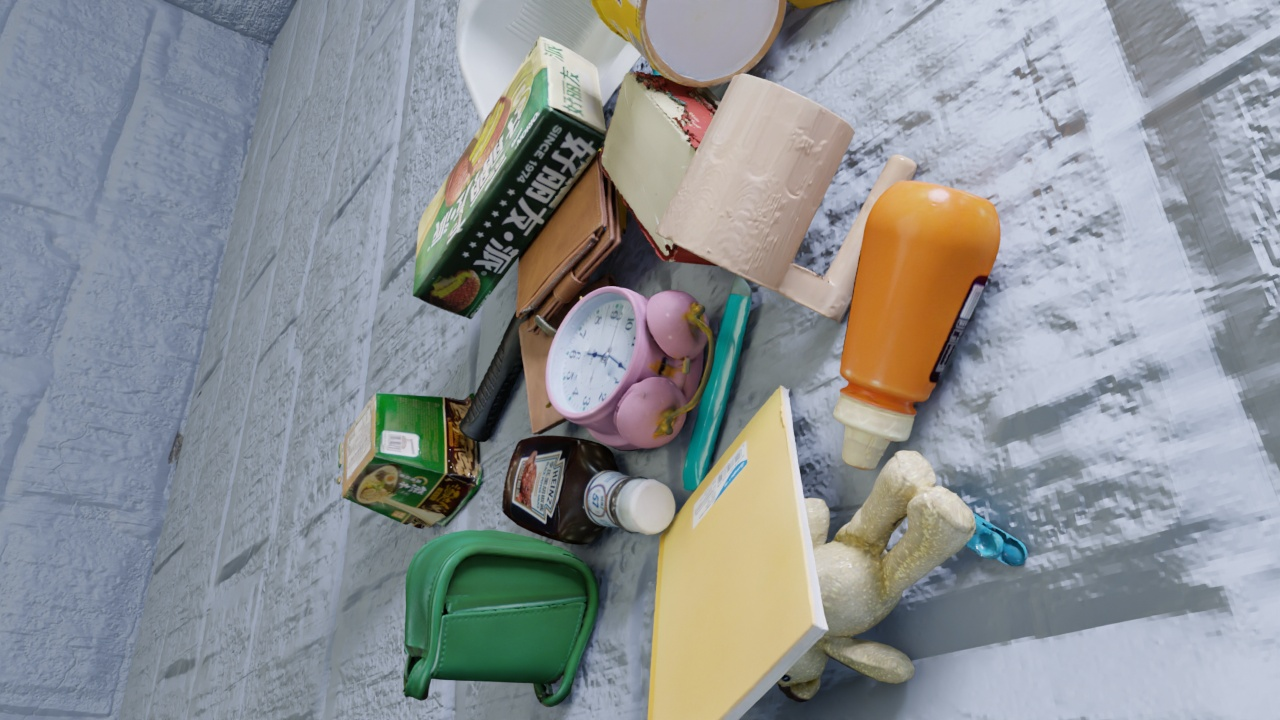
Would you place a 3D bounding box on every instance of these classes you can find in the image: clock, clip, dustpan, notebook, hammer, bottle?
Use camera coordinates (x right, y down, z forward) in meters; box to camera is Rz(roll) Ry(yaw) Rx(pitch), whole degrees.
[{"bbox_3d":[-0.004,0.004,0.654,0.159,0.059,0.117,7,76,48],"label":"clock"},{"bbox_3d":[0.154,0.079,0.431,0.057,0.047,0.014,35,106,62],"label":"clip"},{"bbox_3d":[-0.108,-0.318,0.887,0.223,0.142,0.257,-47,27,34],"label":"dustpan"},{"bbox_3d":[0.046,0.117,0.508,0.146,0.010,0.205,-55,13,25],"label":"notebook"},{"bbox_3d":[-0.095,-0.056,0.857,0.301,0.032,0.128,-62,33,14],"label":"hammer"},{"bbox_3d":[-0.043,0.099,0.686,0.195,0.044,0.079,-1,74,58],"label":"bottle"},{"bbox_3d":[0.134,-0.014,0.474,0.067,0.066,0.149,29,106,57],"label":"bottle"}]

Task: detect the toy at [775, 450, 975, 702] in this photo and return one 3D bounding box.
[{"bbox_3d":[0.101,0.108,0.453,0.105,0.066,0.158,57,131,31],"label":"toy"}]

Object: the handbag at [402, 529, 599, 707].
[{"bbox_3d":[-0.104,0.185,0.660,0.068,0.131,0.120,0,77,60],"label":"handbag"}]

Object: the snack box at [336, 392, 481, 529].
[{"bbox_3d":[-0.234,0.095,0.919,0.118,0.105,0.118,-46,41,33],"label":"snack box"}]

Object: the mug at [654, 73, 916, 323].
[{"bbox_3d":[0.086,-0.095,0.543,0.103,0.124,0.084,-64,-6,10],"label":"mug"}]

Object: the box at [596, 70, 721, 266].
[{"bbox_3d":[0.025,-0.143,0.661,0.168,0.080,0.091,-119,40,-48],"label":"box"}]

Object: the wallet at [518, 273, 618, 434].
[{"bbox_3d":[-0.056,-0.005,0.765,0.101,0.020,0.115,-27,54,28],"label":"wallet"}]

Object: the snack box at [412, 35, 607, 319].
[{"bbox_3d":[-0.122,-0.157,0.818,0.241,0.063,0.114,-45,36,34],"label":"snack box"}]

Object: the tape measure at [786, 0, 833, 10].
[{"bbox_3d":[0.129,-0.278,0.636,0.060,0.029,0.057,15,86,57],"label":"tape measure"}]

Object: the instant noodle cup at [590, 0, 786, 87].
[{"bbox_3d":[0.037,-0.274,0.670,0.138,0.138,0.109,-53,37,27],"label":"instant noodle cup"}]

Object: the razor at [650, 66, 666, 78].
[{"bbox_3d":[0.010,-0.231,0.790,0.043,0.028,0.132,109,167,-74],"label":"razor"}]

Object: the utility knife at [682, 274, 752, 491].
[{"bbox_3d":[0.053,0.015,0.621,0.029,0.013,0.151,14,88,60],"label":"utility knife"}]

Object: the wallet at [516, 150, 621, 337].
[{"bbox_3d":[-0.062,-0.092,0.760,0.131,0.035,0.118,-42,41,38],"label":"wallet"}]
